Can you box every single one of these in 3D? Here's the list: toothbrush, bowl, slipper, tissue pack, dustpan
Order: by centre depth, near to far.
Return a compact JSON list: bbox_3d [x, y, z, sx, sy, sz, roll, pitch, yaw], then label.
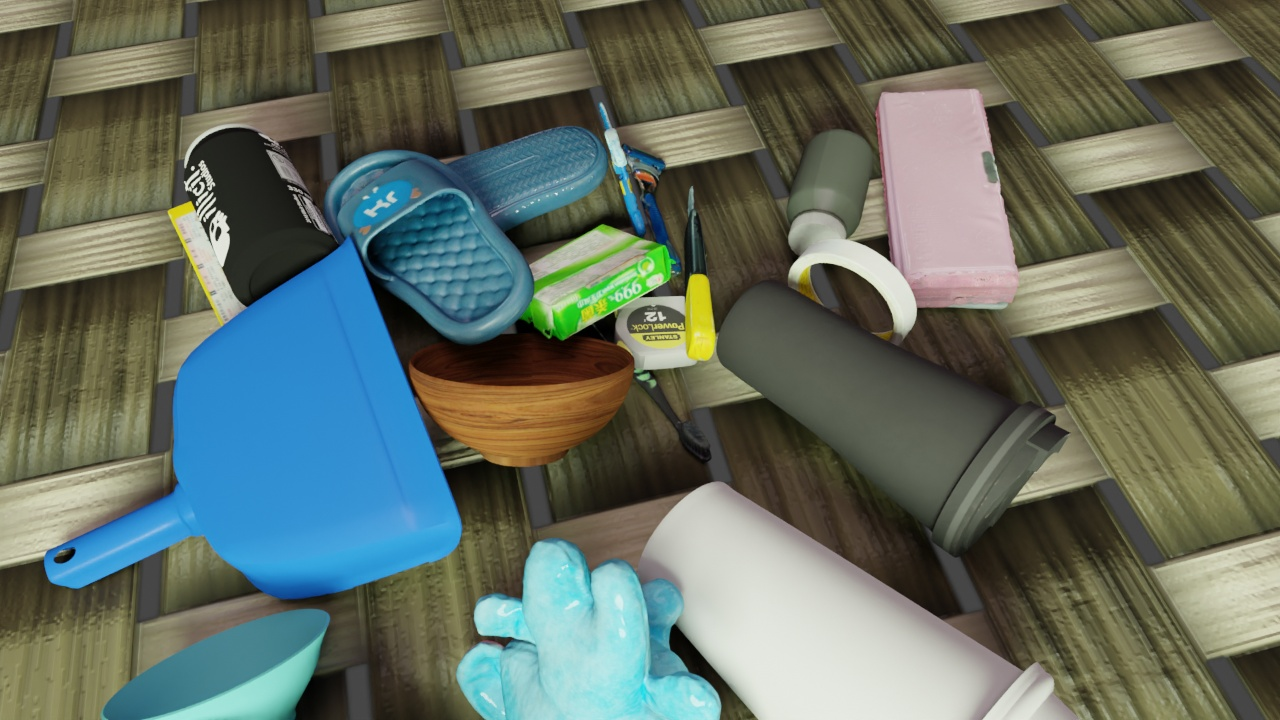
[{"bbox_3d":[-0.228,0.189,0.514,0.121,0.121,0.046,-18,97,-12],"label":"bowl"},{"bbox_3d":[-0.264,0.069,0.588,0.257,0.060,0.245,-25,59,-7],"label":"dustpan"},{"bbox_3d":[-0.078,0.031,0.613,0.147,0.069,0.147,1,14,0],"label":"bowl"},{"bbox_3d":[-0.156,-0.093,0.662,0.103,0.059,0.214,-45,60,-10],"label":"slipper"},{"bbox_3d":[-0.004,0.004,0.675,0.014,0.017,0.188,-25,56,-23],"label":"toothbrush"},{"bbox_3d":[-0.041,-0.061,0.688,0.113,0.034,0.099,-30,30,-20],"label":"tissue pack"},{"bbox_3d":[-0.124,-0.124,0.743,0.214,0.059,0.103,-26,53,0],"label":"slipper"}]

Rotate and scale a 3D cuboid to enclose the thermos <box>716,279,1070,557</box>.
[{"bbox_3d":[0.154,0.028,0.607,0.219,0.106,0.105,36,62,29],"label":"thermos"}]

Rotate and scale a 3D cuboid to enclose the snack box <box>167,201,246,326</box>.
[{"bbox_3d":[-0.318,-0.082,0.738,0.075,0.025,0.152,-28,59,-17],"label":"snack box"}]

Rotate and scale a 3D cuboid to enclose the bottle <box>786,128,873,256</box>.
[{"bbox_3d":[0.152,-0.133,0.741,0.060,0.060,0.108,14,56,11],"label":"bottle"}]

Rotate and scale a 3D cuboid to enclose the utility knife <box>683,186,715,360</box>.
[{"bbox_3d":[0.042,-0.074,0.706,0.020,0.029,0.197,7,44,-7],"label":"utility knife"}]

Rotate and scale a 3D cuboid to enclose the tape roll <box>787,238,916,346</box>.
[{"bbox_3d":[0.150,-0.044,0.657,0.094,0.094,0.019,32,61,21],"label":"tape roll"}]

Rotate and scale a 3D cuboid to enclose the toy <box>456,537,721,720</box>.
[{"bbox_3d":[-0.018,0.160,0.474,0.184,0.181,0.114,14,31,27],"label":"toy"}]

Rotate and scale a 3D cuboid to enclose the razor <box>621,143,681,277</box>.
[{"bbox_3d":[0.011,-0.123,0.763,0.043,0.018,0.140,14,48,-34],"label":"razor"}]

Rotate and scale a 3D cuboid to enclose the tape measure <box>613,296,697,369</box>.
[{"bbox_3d":[0.011,-0.022,0.683,0.064,0.017,0.065,-3,46,-11],"label":"tape measure"}]

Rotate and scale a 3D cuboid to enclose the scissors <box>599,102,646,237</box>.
[{"bbox_3d":[-0.019,-0.162,0.746,0.016,0.125,0.125,-17,71,-3],"label":"scissors"}]

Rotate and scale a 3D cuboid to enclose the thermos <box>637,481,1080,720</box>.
[{"bbox_3d":[0.103,0.163,0.501,0.131,0.132,0.222,-38,54,-23],"label":"thermos"}]

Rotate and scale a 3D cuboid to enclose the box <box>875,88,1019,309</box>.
[{"bbox_3d":[0.248,-0.139,0.761,0.098,0.041,0.232,-2,54,9],"label":"box"}]

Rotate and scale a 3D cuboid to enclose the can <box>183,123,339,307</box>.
[{"bbox_3d":[-0.284,-0.107,0.688,0.080,0.080,0.146,-27,59,-17],"label":"can"}]
